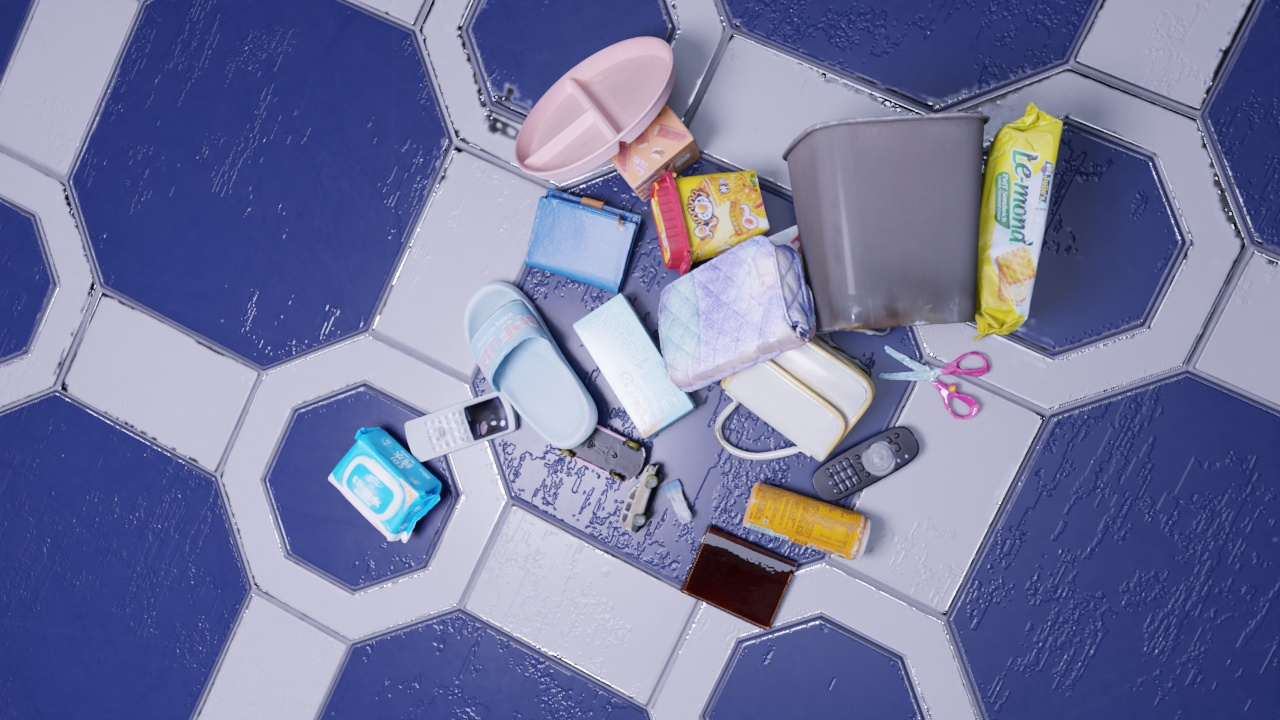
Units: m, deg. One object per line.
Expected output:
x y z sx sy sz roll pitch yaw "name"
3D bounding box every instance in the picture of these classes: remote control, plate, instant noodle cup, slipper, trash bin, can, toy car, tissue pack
0.273 0.126 1.119 0.136 0.024 0.053 -29 84 6 "remote control"
-0.054 -0.301 1.105 0.229 0.229 0.028 -38 128 7 "plate"
0.083 -0.174 1.114 0.123 0.116 0.116 -13 87 -3 "instant noodle cup"
-0.147 0.007 1.148 0.104 0.074 0.245 -41 73 9 "slipper"
0.273 -0.145 1.020 0.198 0.199 0.219 -5 91 -2 "trash bin"
0.201 0.195 1.112 0.146 0.058 0.058 17 92 9 "can"
0.002 0.171 1.152 0.035 0.042 0.090 21 93 10 "toy car"
-0.235 0.086 1.201 0.150 0.021 0.058 -19 87 9 "remote control"
-0.051 0.111 1.164 0.122 0.037 0.056 25 90 7 "toy car"
-0.330 0.160 1.186 0.140 0.063 0.090 42 109 7 "tissue pack"

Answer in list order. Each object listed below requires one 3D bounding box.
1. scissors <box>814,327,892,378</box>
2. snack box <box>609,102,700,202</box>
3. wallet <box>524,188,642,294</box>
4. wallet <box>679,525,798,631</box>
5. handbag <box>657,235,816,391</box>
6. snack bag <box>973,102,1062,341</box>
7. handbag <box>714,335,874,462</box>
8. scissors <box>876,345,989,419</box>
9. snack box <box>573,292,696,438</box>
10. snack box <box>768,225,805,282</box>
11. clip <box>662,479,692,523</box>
0.226 -0.037 1.133 0.159 0.014 0.173 -23 85 9 "scissors"
0.011 -0.261 1.129 0.094 0.092 0.077 -38 84 7 "snack box"
-0.074 -0.154 1.170 0.133 0.040 0.106 18 101 9 "wallet"
0.122 0.272 1.145 0.122 0.020 0.096 22 98 7 "wallet"
0.110 -0.053 1.075 0.194 0.075 0.134 -25 62 43 "handbag"
0.411 -0.146 1.034 0.068 0.158 0.246 10 90 15 "snack bag"
0.174 0.055 1.115 0.163 0.063 0.179 37 103 12 "handbag"
0.358 0.011 1.112 0.136 0.017 0.105 34 96 11 "scissors"
-0.007 0.007 1.150 0.074 0.051 0.175 -33 86 6 "snack box"
0.192 -0.120 1.126 0.157 0.027 0.084 -24 86 4 "snack box"
0.048 0.179 1.157 0.024 0.029 0.056 -24 79 6 "clip"
